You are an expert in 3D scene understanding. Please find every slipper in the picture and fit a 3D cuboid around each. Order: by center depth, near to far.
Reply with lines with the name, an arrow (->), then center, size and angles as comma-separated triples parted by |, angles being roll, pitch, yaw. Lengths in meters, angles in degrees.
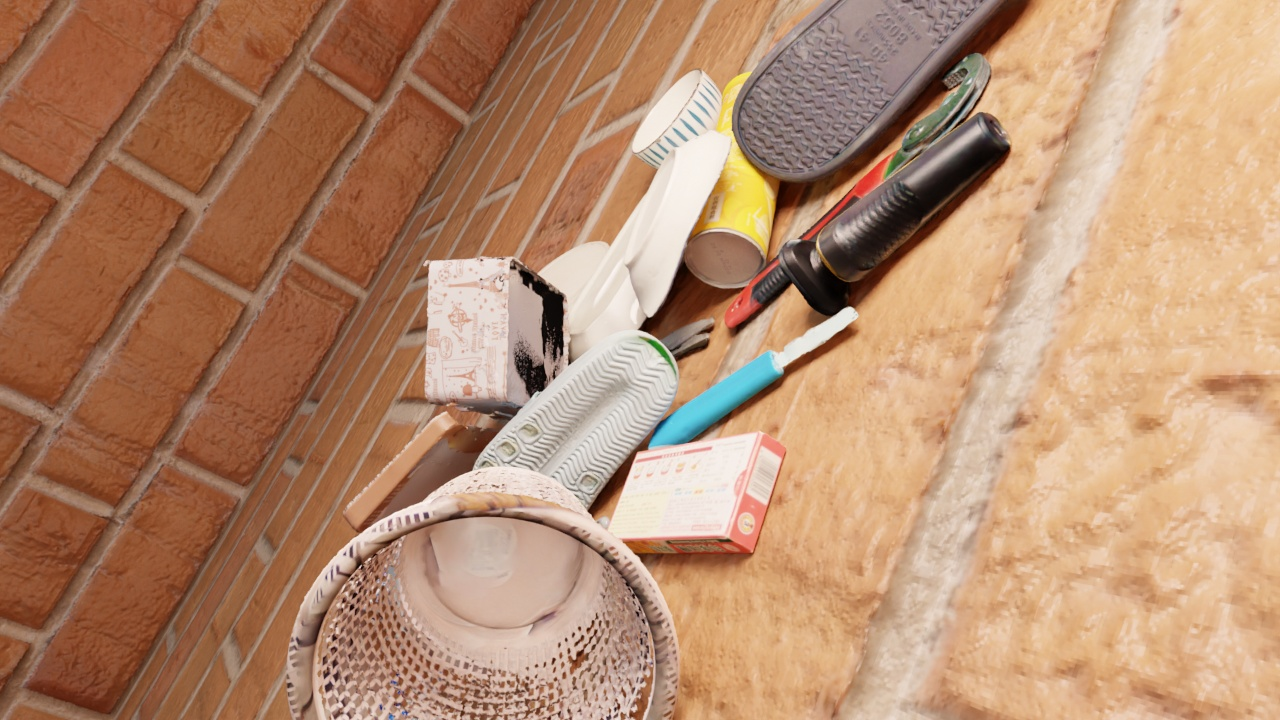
slipper -> 0.190, -0.240, 0.712 | 0.269, 0.110, 0.083 | -41, -11, 35
slipper -> -0.057, 0.061, 0.781 | 0.246, 0.104, 0.074 | -48, 11, 28
slipper -> -0.113, -0.037, 1.043 | 0.114, 0.054, 0.273 | 4, 47, 43

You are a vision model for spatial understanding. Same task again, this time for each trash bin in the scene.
trash bin -> -0.098, 0.169, 0.620 | 0.227, 0.227, 0.192 | -55, 11, 6

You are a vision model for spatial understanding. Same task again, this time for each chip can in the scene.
chip can -> 0.092, -0.165, 0.817 | 0.072, 0.072, 0.212 | -32, 34, 45

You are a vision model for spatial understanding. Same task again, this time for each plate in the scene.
plate -> 0.022, -0.126, 0.796 | 0.164, 0.034, 0.164 | -108, 41, -73
plate -> -0.002, -0.108, 0.957 | 0.265, 0.034, 0.162 | -58, 21, -11

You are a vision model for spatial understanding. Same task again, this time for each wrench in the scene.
wrench -> 0.158, -0.120, 0.699 | 0.274, 0.016, 0.056 | -47, 22, 23

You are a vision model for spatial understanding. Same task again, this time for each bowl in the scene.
bowl -> 0.051, -0.257, 1.018 | 0.117, 0.066, 0.116 | -43, 24, 25

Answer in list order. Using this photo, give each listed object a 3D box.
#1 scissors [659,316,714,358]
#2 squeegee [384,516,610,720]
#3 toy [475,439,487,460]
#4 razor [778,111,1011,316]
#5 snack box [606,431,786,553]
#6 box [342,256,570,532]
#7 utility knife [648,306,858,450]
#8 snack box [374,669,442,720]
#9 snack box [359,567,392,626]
scissors -> -0.008, 0.016, 0.857 | 0.196, 0.015, 0.205 | -54, 23, 3
squeegee -> -0.111, 0.201, 0.781 | 0.250, 0.040, 0.247 | -36, 52, 21
toy -> -0.191, 0.128, 1.006 | 0.158, 0.066, 0.104 | -41, 22, 47
razor -> 0.171, -0.101, 0.616 | 0.168, 0.062, 0.067 | -41, -4, 23
snack box -> 0.034, 0.097, 0.653 | 0.156, 0.027, 0.076 | -18, 45, 56
box -> -0.152, 0.041, 0.850 | 0.273, 0.125, 0.179 | -67, -15, -2
utility knife -> 0.078, 0.017, 0.677 | 0.217, 0.018, 0.034 | -38, 28, 40
snack box -> -0.222, 0.346, 0.840 | 0.085, 0.026, 0.156 | -42, 27, 30
snack box -> -0.226, 0.243, 0.943 | 0.208, 0.057, 0.058 | -24, 37, 53
